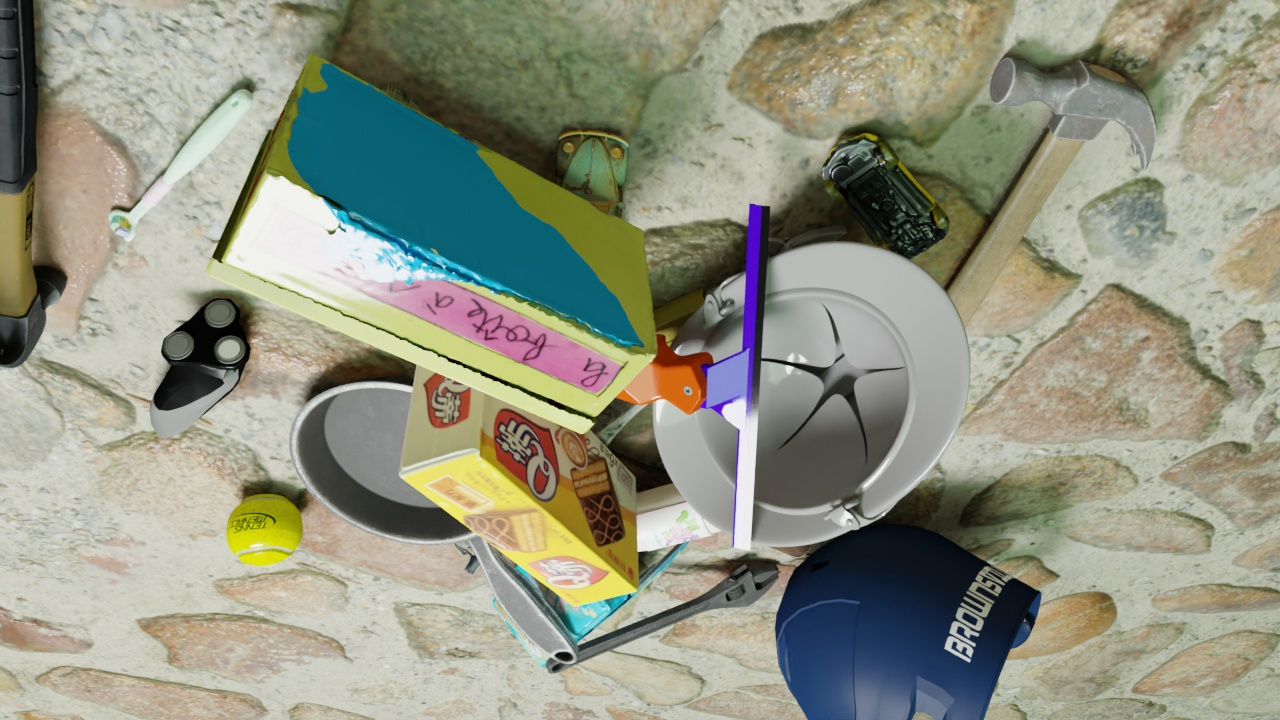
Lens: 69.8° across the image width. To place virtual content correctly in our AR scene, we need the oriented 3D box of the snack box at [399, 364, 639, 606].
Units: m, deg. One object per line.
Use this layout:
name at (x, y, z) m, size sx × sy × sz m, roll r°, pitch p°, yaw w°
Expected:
snack box at (-0.079, 0.088, 0.684) m, size 0.062 × 0.109 × 0.230 m, roll -18°, pitch 138°, yaw 19°

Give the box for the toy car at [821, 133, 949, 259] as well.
toy car at (0.160, -0.107, 0.602) m, size 0.049 × 0.030 × 0.107 m, roll -31°, pitch 124°, yaw 30°

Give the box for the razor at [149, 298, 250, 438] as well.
razor at (-0.339, 0.015, 0.697) m, size 0.060 × 0.057 × 0.157 m, roll -7°, pitch 157°, yaw -40°

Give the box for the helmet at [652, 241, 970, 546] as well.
helmet at (0.132, 0.016, 0.645) m, size 0.117 × 0.183 × 0.272 m, roll -21°, pitch 165°, yaw -45°

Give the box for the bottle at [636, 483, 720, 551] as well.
bottle at (0.049, 0.126, 0.787) m, size 0.146 × 0.051 × 0.051 m, roll -17°, pitch 136°, yaw 13°

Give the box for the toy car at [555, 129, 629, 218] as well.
toy car at (-0.034, -0.093, 0.595) m, size 0.047 × 0.047 × 0.112 m, roll 4°, pitch 138°, yaw -3°

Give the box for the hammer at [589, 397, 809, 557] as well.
hammer at (0.071, 0.108, 0.835) m, size 0.300 × 0.037 × 0.218 m, roll 26°, pitch 131°, yaw -29°

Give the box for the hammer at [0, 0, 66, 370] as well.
hammer at (-0.352, -0.124, 0.508) m, size 0.025 × 0.117 × 0.334 m, roll 12°, pitch 131°, yaw -20°

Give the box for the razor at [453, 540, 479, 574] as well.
razor at (-0.202, 0.158, 0.889) m, size 0.042 × 0.022 × 0.144 m, roll -51°, pitch 124°, yaw -4°

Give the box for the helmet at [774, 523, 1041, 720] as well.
helmet at (0.241, 0.289, 0.905) m, size 0.223 × 0.231 × 0.273 m, roll 20°, pitch 124°, yaw 31°

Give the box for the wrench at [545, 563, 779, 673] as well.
wrench at (0.029, 0.265, 0.945) m, size 0.272 × 0.018 × 0.073 m, roll -16°, pitch 138°, yaw -23°

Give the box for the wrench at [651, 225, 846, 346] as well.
wrench at (0.041, -0.032, 0.688) m, size 0.274 × 0.018 × 0.083 m, roll -24°, pitch 138°, yaw 21°

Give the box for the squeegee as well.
squeegee at (-0.004, 0.004, 0.648) m, size 0.185 × 0.055 × 0.250 m, roll 17°, pitch 118°, yaw 34°

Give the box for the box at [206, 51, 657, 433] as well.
box at (-0.103, -0.060, 0.503) m, size 0.220 × 0.124 × 0.081 m, roll 22°, pitch 129°, yaw -27°

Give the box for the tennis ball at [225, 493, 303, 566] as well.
tennis ball at (-0.345, 0.155, 0.841) m, size 0.065 × 0.065 × 0.065 m, roll -2°, pitch 138°, yaw -2°

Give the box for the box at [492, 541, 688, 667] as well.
box at (-0.055, 0.217, 0.928) m, size 0.121 × 0.098 × 0.227 m, roll -32°, pitch 167°, yaw -35°

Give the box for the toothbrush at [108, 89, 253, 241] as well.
toothbrush at (-0.288, -0.121, 0.573) m, size 0.155 × 0.015 × 0.022 m, roll -31°, pitch 99°, yaw 28°

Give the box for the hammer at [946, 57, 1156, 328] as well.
hammer at (0.244, -0.061, 0.661) m, size 0.119 × 0.030 × 0.332 m, roll 6°, pitch 137°, yaw -9°

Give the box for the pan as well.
pan at (-0.152, 0.146, 0.802) m, size 0.188 × 0.055 × 0.357 m, roll -22°, pitch 123°, yaw 23°

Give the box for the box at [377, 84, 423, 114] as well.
box at (-0.141, -0.074, 0.611) m, size 0.118 × 0.049 × 0.205 m, roll -23°, pitch 134°, yaw 20°
